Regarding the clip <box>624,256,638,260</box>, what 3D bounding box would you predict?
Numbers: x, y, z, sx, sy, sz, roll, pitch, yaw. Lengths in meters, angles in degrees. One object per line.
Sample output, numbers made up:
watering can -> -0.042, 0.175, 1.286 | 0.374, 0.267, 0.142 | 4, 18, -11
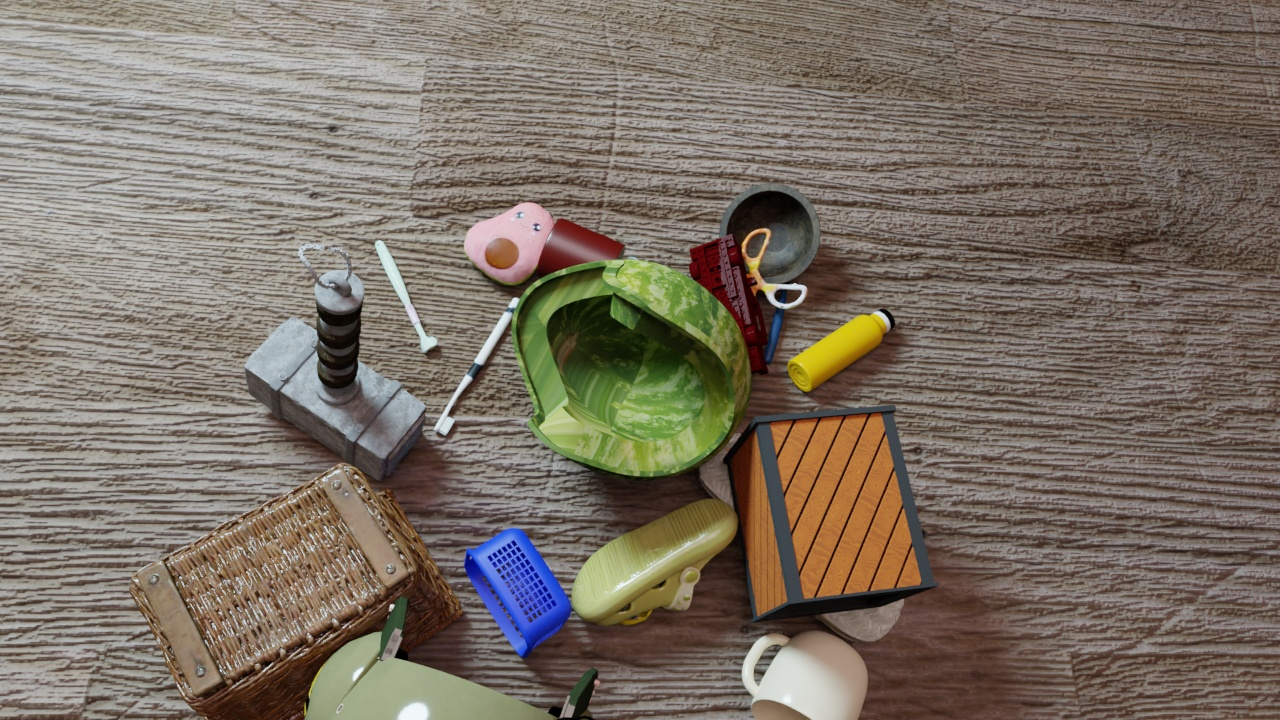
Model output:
clip -> -0.008, -0.086, 1.094 | 0.023, 0.044, 0.076 | -4, 66, -12

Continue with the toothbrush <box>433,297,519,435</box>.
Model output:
toothbrush -> -0.181, 0.005, 1.038 | 0.017, 0.012, 0.186 | 32, 65, -9

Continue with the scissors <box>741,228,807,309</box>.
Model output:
scissors -> 0.141, -0.093, 1.096 | 0.131, 0.011, 0.125 | 23, 99, 15

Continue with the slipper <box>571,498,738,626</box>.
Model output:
slipper -> 0.021, 0.215, 0.943 | 0.190, 0.091, 0.081 | -31, 116, -3

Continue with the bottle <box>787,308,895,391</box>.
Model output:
bottle -> 0.242, -0.016, 1.093 | 0.143, 0.043, 0.043 | -31, 75, -20

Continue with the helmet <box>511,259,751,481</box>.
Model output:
helmet -> -0.005, 0.005, 0.944 | 0.243, 0.247, 0.213 | 21, 102, -25

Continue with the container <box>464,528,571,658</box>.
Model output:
container -> -0.119, 0.226, 0.906 | 0.058, 0.096, 0.114 | -30, 74, -25

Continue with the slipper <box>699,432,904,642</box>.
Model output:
slipper -> 0.166, 0.191, 0.988 | 0.114, 0.052, 0.263 | -41, 79, -19

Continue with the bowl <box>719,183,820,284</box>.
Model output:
bowl -> 0.161, -0.152, 1.122 | 0.121, 0.056, 0.121 | 1, 94, 16

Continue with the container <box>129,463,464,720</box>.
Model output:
container -> -0.312, 0.216, 0.830 | 0.249, 0.183, 0.162 | -30, 72, -20

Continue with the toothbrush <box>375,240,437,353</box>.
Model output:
toothbrush -> -0.273, -0.076, 1.057 | 0.022, 0.015, 0.154 | -33, 72, 12

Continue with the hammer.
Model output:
hammer -> -0.281, -0.007, 0.854 | 0.177, 0.327, 0.079 | 34, 59, -1

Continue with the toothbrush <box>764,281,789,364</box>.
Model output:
toothbrush -> 0.174, -0.069, 1.122 | 0.014, 0.014, 0.167 | -3, 58, 38

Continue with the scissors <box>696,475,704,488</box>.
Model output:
scissors -> 0.133, 0.104, 1.039 | 0.133, 0.019, 0.145 | 18, 67, 2

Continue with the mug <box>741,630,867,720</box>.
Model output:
mug -> 0.163, 0.316, 0.909 | 0.120, 0.096, 0.099 | 31, 55, 11

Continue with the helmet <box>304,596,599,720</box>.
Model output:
helmet -> -0.162, 0.342, 0.748 | 0.250, 0.256, 0.232 | 20, 63, 0

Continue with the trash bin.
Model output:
trash bin -> 0.177, 0.153, 0.899 | 0.139, 0.140, 0.171 | -4, 68, -10

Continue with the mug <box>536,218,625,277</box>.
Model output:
mug -> -0.065, -0.126, 1.086 | 0.082, 0.073, 0.105 | 24, 37, 2

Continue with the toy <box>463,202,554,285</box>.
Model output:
toy -> -0.150, -0.143, 1.084 | 0.090, 0.051, 0.109 | 36, 65, 6

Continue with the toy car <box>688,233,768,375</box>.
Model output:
toy car -> 0.106, -0.055, 1.066 | 0.070, 0.062, 0.169 | -18, 68, 21
